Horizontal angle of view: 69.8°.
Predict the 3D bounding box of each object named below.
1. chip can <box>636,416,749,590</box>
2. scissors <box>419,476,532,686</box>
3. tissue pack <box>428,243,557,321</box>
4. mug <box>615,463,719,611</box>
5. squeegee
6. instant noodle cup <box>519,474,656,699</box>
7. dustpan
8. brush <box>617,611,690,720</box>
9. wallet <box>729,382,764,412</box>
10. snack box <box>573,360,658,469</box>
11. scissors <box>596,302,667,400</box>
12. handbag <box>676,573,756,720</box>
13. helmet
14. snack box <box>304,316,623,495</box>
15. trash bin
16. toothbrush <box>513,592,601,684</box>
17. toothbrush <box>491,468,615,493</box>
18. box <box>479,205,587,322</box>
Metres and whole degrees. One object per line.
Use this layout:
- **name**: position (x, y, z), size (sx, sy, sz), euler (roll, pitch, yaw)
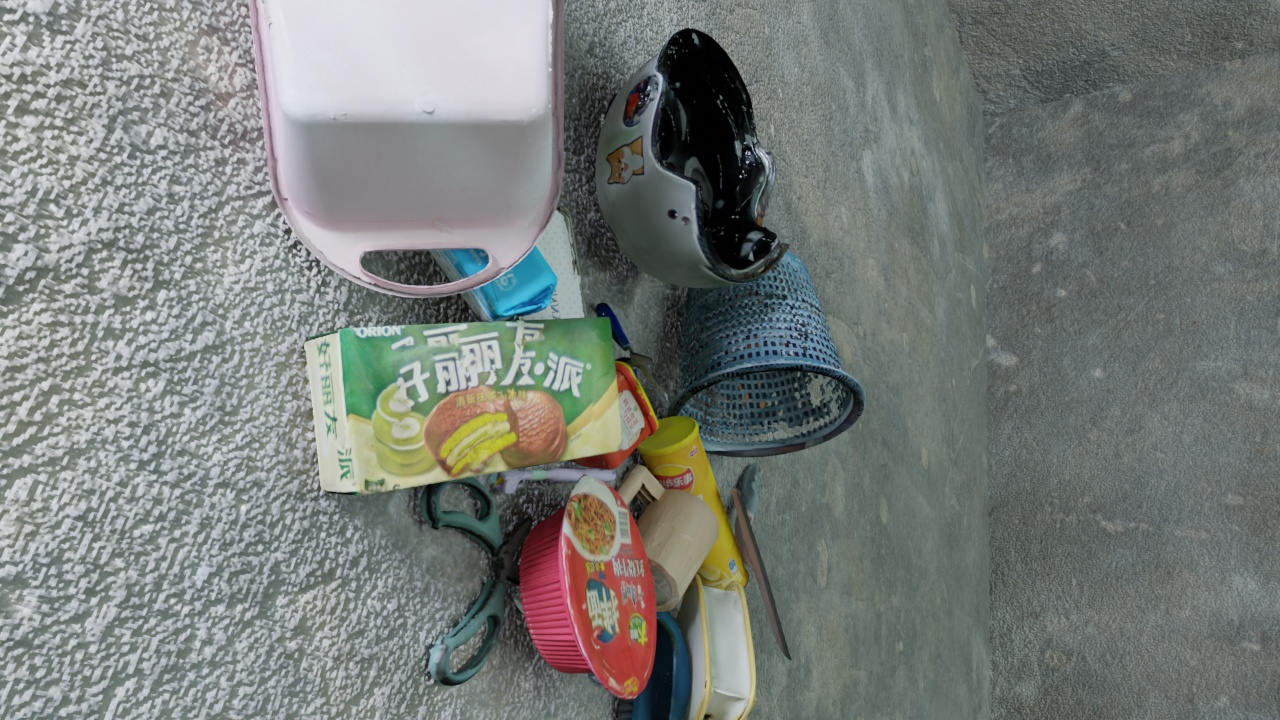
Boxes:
- **chip can**: position (0.060, 0.170, 1.036), size (0.071, 0.072, 0.213), euler (-49, 127, -51)
- **scissors**: position (-0.139, 0.164, 0.749), size (0.169, 0.019, 0.180), euler (-57, 134, -48)
- **tissue pack**: position (-0.124, -0.092, 0.717), size (0.063, 0.090, 0.140), euler (-38, 98, -15)
- **mug**: position (0.012, 0.183, 0.957), size (0.124, 0.084, 0.103), euler (49, 40, -8)
- **squeegee**: position (0.138, 0.201, 1.154), size (0.249, 0.040, 0.248), euler (-78, 152, -64)
- **instant noodle cup**: position (-0.050, 0.203, 0.816), size (0.193, 0.066, 0.194), euler (-15, 90, -71)
- **dustpan**: position (-0.164, -0.194, 0.656), size (0.139, 0.222, 0.273), euler (111, -25, -61)
- **brush**: position (0.018, 0.325, 0.929), size (0.055, 0.074, 0.143), euler (22, 63, -41)
- **wallet**: position (0.139, 0.001, 1.244), size (0.130, 0.035, 0.119), euler (34, 62, -52)
- **snack box**: position (-0.037, 0.054, 0.890), size (0.079, 0.082, 0.091), euler (-52, 128, -37)
- **scissors**: position (-0.011, -0.010, 0.913), size (0.166, 0.012, 0.157), euler (103, -38, -70)
- **handbag**: position (0.068, 0.340, 0.973), size (0.163, 0.063, 0.179), euler (-90, -165, -56)
- **helmet**: position (0.037, -0.198, 0.988), size (0.229, 0.157, 0.273), euler (13, 63, -53)
- **snack box**: position (-0.125, 0.029, 0.700), size (0.239, 0.063, 0.114), euler (-4, 88, -42)
- **trash bin**: position (0.139, -0.018, 1.092), size (0.226, 0.227, 0.194), euler (41, 39, -49)
- **toothbrush**: position (-0.070, 0.260, 0.844), size (0.187, 0.017, 0.016), euler (56, 37, -41)
- **toothbrush**: position (-0.075, 0.111, 0.871), size (0.189, 0.021, 0.029), euler (11, 43, -59)
- **box**: position (-0.095, -0.044, 0.820), size (0.089, 0.059, 0.184), euler (-10, 95, -48)
